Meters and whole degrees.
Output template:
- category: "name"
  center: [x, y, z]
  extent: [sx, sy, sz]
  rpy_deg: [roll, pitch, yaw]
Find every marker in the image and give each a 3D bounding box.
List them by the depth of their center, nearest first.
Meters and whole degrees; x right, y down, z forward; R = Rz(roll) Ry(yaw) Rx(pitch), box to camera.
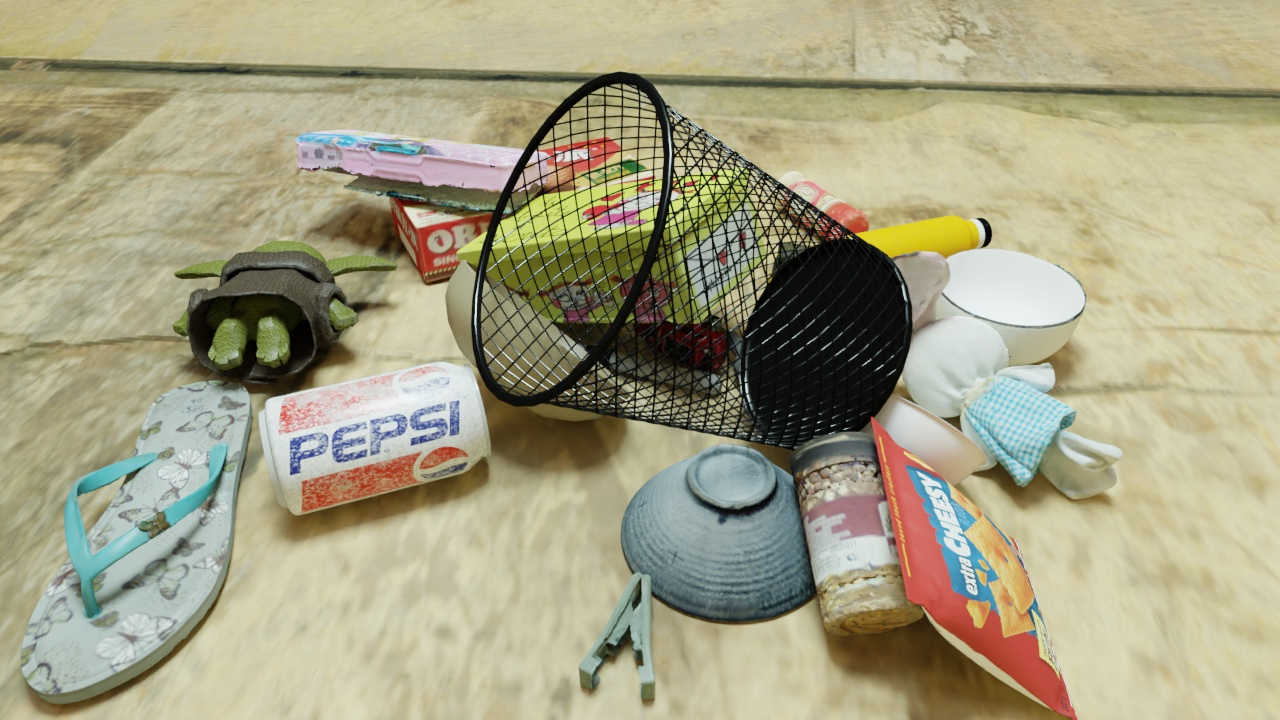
- category: "marker"
  center: [-0.004, 0.004, 0.720]
  extent: [0.140, 0.016, 0.016]
  rpy_deg: [13, 39, 17]

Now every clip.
- category: "clip"
  center: [-0.006, 0.153, 0.520]
  extent: [0.059, 0.023, 0.075]
  rpy_deg: [9, 40, 9]

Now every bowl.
- category: "bowl"
  center: [0.056, 0.090, 0.573]
  extent: [0.137, 0.057, 0.136]
  rpy_deg: [0, 37, 0]
- category: "bowl"
  center: [0.164, 0.058, 0.600]
  extent: [0.110, 0.110, 0.040]
  rpy_deg: [26, 81, 30]
- category: "bowl"
  center: [-0.081, -0.004, 0.652]
  extent: [0.050, 0.152, 0.152]
  rpy_deg: [-51, 50, 1]
- category: "bowl"
  center: [0.287, -0.036, 0.733]
  extent: [0.113, 0.063, 0.113]
  rpy_deg: [0, 38, 0]

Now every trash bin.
- category: "trash bin"
  center: [0.038, -0.038, 0.546]
  extent: [0.210, 0.184, 0.184]
  rpy_deg: [19, 25, -34]

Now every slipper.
- category: "slipper"
  center: [-0.304, 0.086, 0.584]
  extent: [0.098, 0.055, 0.268]
  rpy_deg: [-1, 36, -5]

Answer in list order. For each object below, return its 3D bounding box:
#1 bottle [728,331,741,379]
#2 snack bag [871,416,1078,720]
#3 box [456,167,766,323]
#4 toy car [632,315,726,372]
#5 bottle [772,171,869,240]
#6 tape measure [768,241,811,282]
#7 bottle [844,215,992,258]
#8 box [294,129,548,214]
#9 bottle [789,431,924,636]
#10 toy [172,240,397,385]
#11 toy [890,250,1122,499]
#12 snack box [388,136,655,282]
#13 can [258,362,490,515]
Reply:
- category: "bottle"
  center: [0.091, 0.012, 0.697]
  extent: [0.030, 0.030, 0.113]
  rpy_deg: [-13, 39, -16]
- category: "snack bag"
  center: [0.181, 0.115, 0.510]
  extent: [0.144, 0.039, 0.130]
  rpy_deg: [38, 31, -22]
- category: "box"
  center: [-0.026, -0.088, 0.734]
  extent: [0.221, 0.081, 0.124]
  rpy_deg: [4, 33, 38]
- category: "toy car"
  center: [0.029, -0.023, 0.732]
  extent: [0.036, 0.042, 0.091]
  rpy_deg: [-24, 44, -38]
- category: "bottle"
  center: [0.175, -0.147, 0.898]
  extent: [0.044, 0.044, 0.109]
  rpy_deg: [-18, 40, -22]
- category: "tape measure"
  center: [0.141, -0.063, 0.769]
  extent: [0.065, 0.064, 0.037]
  rpy_deg: [12, 45, 1]
- category: "bottle"
  center: [0.254, -0.105, 0.841]
  extent: [0.143, 0.043, 0.043]
  rpy_deg: [-12, 39, -16]
- category: "box"
  center: [-0.198, -0.174, 0.839]
  extent: [0.231, 0.053, 0.084]
  rpy_deg: [11, 20, 20]
- category: "bottle"
  center: [0.124, 0.100, 0.533]
  extent: [0.056, 0.056, 0.105]
  rpy_deg: [-4, 59, -5]
- category: "toy"
  center: [-0.293, -0.042, 0.730]
  extent: [0.179, 0.078, 0.152]
  rpy_deg: [-3, 29, -4]
- category: "toy"
  center: [0.246, 0.016, 0.648]
  extent: [0.205, 0.131, 0.105]
  rpy_deg: [38, 28, 23]
- category: "snack box"
  center: [-0.112, -0.151, 0.886]
  extent: [0.236, 0.060, 0.113]
  rpy_deg: [-16, 38, -20]
- category: "can"
  center: [-0.174, 0.049, 0.610]
  extent: [0.136, 0.078, 0.078]
  rpy_deg: [-13, 39, -17]
